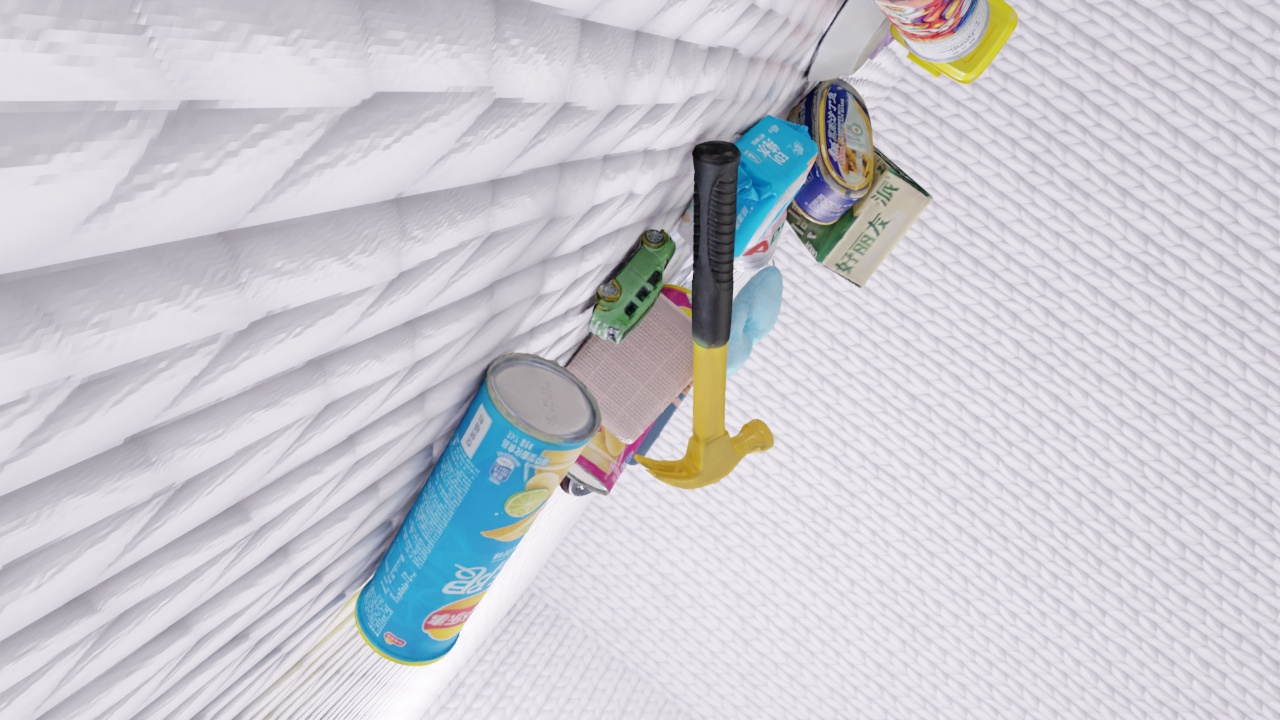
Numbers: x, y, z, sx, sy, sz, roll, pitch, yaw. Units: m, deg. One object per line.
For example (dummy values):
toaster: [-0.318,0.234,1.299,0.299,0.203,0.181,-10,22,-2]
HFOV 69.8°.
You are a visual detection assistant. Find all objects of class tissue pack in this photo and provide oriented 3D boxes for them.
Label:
tissue pack: [0.093,-0.142,0.765,0.139,0.063,0.090,-47,172,-50]

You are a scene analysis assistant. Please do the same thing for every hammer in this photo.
hammer: [0.052,-0.018,0.687,0.128,0.033,0.301,-24,133,-27]

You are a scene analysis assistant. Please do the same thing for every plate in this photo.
plate: [0.236,-0.351,0.795,0.266,0.034,0.161,-56,175,32]

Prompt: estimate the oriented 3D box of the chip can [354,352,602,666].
chip can: [-0.102,0.095,0.552,0.211,0.071,0.071,-56,175,29]

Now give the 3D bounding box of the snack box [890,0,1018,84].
snack box: [0.274,-0.297,0.814,0.082,0.091,0.080,-55,-178,22]

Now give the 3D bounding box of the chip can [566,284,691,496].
chip can: [-0.004,0.027,0.898,0.210,0.071,0.071,-57,177,-19]

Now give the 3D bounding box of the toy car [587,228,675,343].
toy car: [-0.004,-0.053,0.655,0.091,0.036,0.043,-56,175,-15]

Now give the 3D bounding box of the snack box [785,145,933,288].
snack box: [0.210,-0.183,0.979,0.115,0.063,0.239,-54,-156,22]

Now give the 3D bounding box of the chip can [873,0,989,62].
chip can: [0.209,-0.273,0.671,0.071,0.071,0.214,-55,164,20]

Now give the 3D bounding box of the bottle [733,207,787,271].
bottle: [0.116,-0.148,0.946,0.068,0.068,0.197,-52,172,-7]

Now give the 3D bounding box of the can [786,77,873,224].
can: [0.180,-0.202,0.876,0.049,0.074,0.147,-42,-146,52]

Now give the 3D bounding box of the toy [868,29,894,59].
toy: [0.254,-0.353,0.908,0.108,0.039,0.083,-61,-179,34]

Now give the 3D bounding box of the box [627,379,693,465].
box: [0.006,0.030,1.020,0.184,0.090,0.061,-60,174,17]

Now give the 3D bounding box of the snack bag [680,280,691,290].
snack bag: [0.042,-0.063,1.079,0.104,0.026,0.048,-50,-174,-29]

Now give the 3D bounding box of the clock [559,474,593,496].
clock: [-0.056,0.101,0.967,0.082,0.055,0.122,-41,154,-14]

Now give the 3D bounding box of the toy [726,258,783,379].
toy: [0.117,-0.045,0.989,0.156,0.050,0.161,-62,166,-8]

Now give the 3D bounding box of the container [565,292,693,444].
container: [-0.005,0.004,0.763,0.111,0.090,0.090,-49,175,-4]
